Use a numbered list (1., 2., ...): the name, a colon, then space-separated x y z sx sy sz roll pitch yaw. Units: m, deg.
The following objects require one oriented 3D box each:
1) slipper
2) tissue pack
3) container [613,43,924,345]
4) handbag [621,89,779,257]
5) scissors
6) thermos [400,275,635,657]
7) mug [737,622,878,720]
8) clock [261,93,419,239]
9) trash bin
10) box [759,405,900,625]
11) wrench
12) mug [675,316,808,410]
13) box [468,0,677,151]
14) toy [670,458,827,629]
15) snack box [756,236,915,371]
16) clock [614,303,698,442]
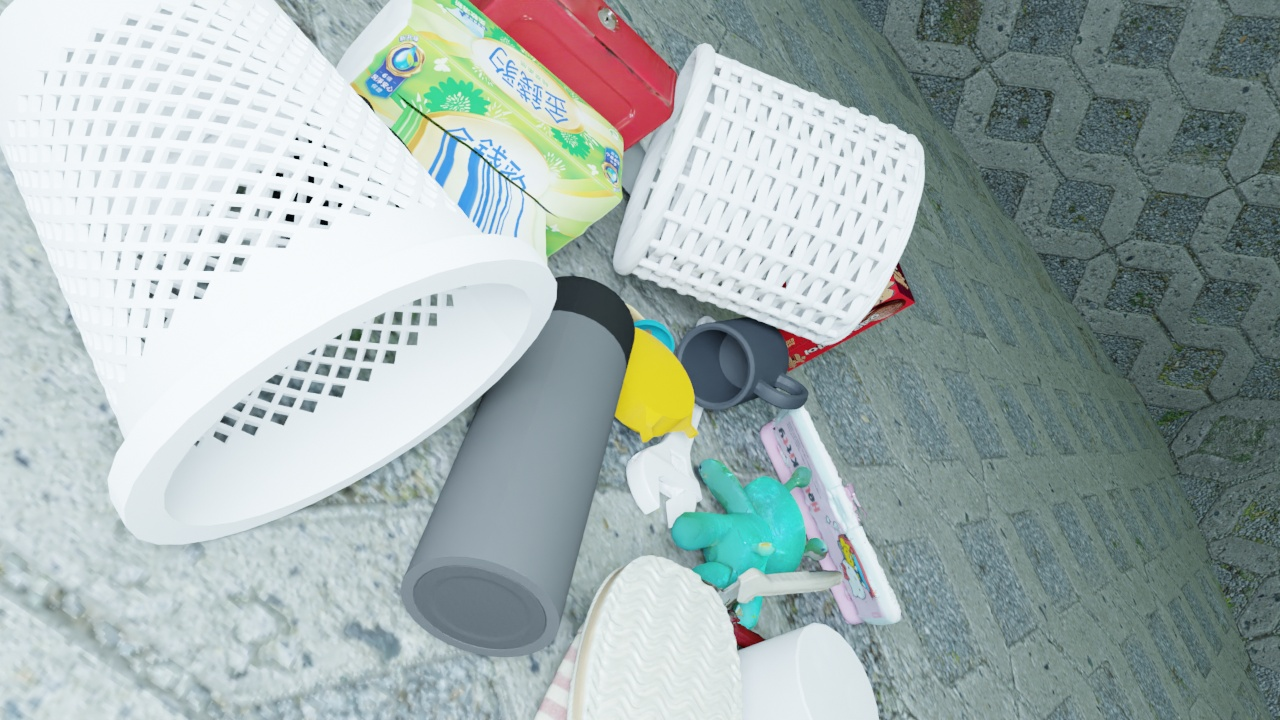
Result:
1. slipper: -0.012 0.234 0.481 0.115 0.052 0.262 26 55 -21
2. tissue pack: -0.111 -0.138 0.623 0.197 0.121 0.141 29 43 -29
3. container: 0.097 -0.128 0.741 0.186 0.190 0.188 20 42 -9
4. handbag: 0.070 -0.187 0.852 0.151 0.176 0.073 53 32 -10
5. scissors: 0.074 0.172 0.637 0.179 0.185 0.015 -23 42 -23
6. thermos: -0.062 0.050 0.550 0.082 0.082 0.239 44 34 -23
7. mug: 0.100 0.227 0.618 0.091 0.090 0.121 58 31 -1
8. clock: -0.173 -0.102 0.519 0.042 0.091 0.121 -35 107 -49
9. trash bin: -0.174 -0.058 0.406 0.199 0.196 0.195 54 30 11
10. box: 0.166 0.138 0.821 0.201 0.067 0.153 66 11 13
11. wrench: 0.040 0.038 0.771 0.066 0.018 0.272 47 32 -17
12. mug: 0.091 0.009 0.764 0.105 0.071 0.077 32 21 23
13. box: -0.066 -0.241 0.711 0.156 0.171 0.156 33 65 -34
14. toy: 0.087 0.134 0.694 0.193 0.073 0.130 -4 82 -56
15. snack box: 0.187 -0.083 0.951 0.035 0.152 0.132 19 49 -46
16. clock: -0.004 0.004 0.700 0.099 0.044 0.129 3 53 -51
